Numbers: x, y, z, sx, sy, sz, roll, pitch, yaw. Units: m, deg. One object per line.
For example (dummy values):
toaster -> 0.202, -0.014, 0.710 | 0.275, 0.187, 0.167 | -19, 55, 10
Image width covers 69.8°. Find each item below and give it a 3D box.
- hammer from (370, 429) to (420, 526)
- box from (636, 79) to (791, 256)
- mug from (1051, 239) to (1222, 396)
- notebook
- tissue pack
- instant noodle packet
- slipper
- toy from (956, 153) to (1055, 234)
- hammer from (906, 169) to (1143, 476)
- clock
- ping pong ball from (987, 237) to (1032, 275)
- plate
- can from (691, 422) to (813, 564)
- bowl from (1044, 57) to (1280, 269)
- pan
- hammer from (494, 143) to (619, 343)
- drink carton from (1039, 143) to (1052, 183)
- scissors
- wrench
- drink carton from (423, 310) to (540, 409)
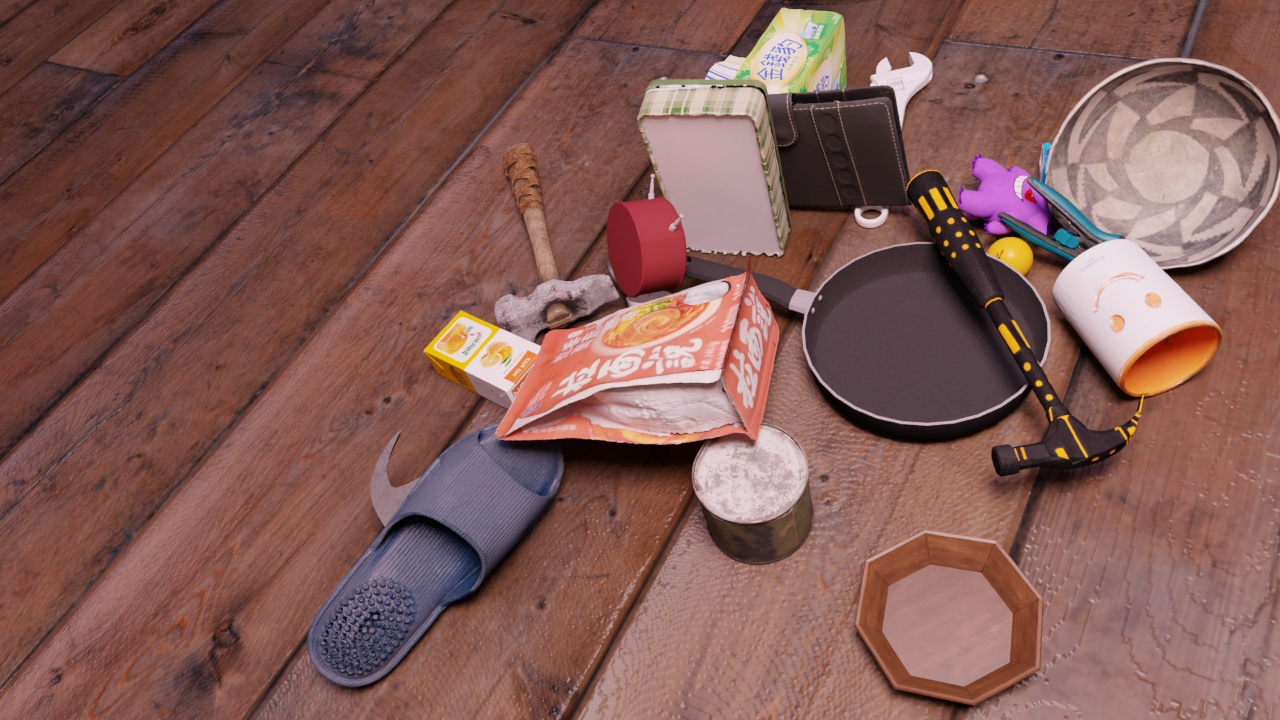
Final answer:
hammer -> -0.106, 0.059, 0.837 | 0.300, 0.028, 0.111 | -33, 88, -18
box -> 0.077, -0.179, 0.879 | 0.118, 0.205, 0.050 | 4, 61, 21
mug -> 0.401, -0.035, 0.748 | 0.082, 0.082, 0.105 | -19, 48, 1
notebook -> 0.148, -0.201, 0.889 | 0.209, 0.169, 0.029 | 1, 66, 25
tissue pack -> 0.128, -0.293, 1.019 | 0.141, 0.120, 0.197 | 17, 53, 26
instant noodle packet -> -0.005, 0.005, 0.784 | 0.221, 0.084, 0.164 | -11, 34, 24
slipper -> -0.165, 0.150, 0.745 | 0.101, 0.083, 0.263 | 43, 73, -2
toy -> 0.351, -0.148, 0.871 | 0.088, 0.056, 0.105 | 17, 53, 23
hammer -> 0.299, -0.048, 0.768 | 0.123, 0.036, 0.320 | -15, 52, 2
clock -> 0.004, -0.101, 0.887 | 0.048, 0.138, 0.096 | -12, 47, -20
ping pong ball -> 0.337, -0.092, 0.839 | 0.040, 0.040, 0.040 | -8, 51, 10
plate -> 0.221, 0.185, 0.661 | 0.131, 0.025, 0.131 | -8, 51, 10
can -> 0.091, 0.106, 0.732 | 0.090, 0.075, 0.089 | -8, 52, 10
bowl -> 0.460, -0.172, 0.809 | 0.179, 0.179, 0.081 | 18, 23, 28
pan -> 0.183, -0.040, 0.840 | 0.356, 0.044, 0.203 | 18, 60, 28
hammer -> -0.113, -0.147, 1.013 | 0.121, 0.049, 0.318 | -23, 46, 5
drink carton -> 0.453, -0.187, 0.880 | 0.129, 0.039, 0.044 | 2, 53, 19
scissors -> 0.384, -0.104, 0.815 | 0.144, 0.126, 0.019 | -1, 17, 28
wrench -> 0.270, -0.245, 0.997 | 0.066, 0.018, 0.272 | 6, 56, 21
drink carton -> -0.147, 0.002, 0.907 | 0.122, 0.040, 0.058 | 23, 62, 30
